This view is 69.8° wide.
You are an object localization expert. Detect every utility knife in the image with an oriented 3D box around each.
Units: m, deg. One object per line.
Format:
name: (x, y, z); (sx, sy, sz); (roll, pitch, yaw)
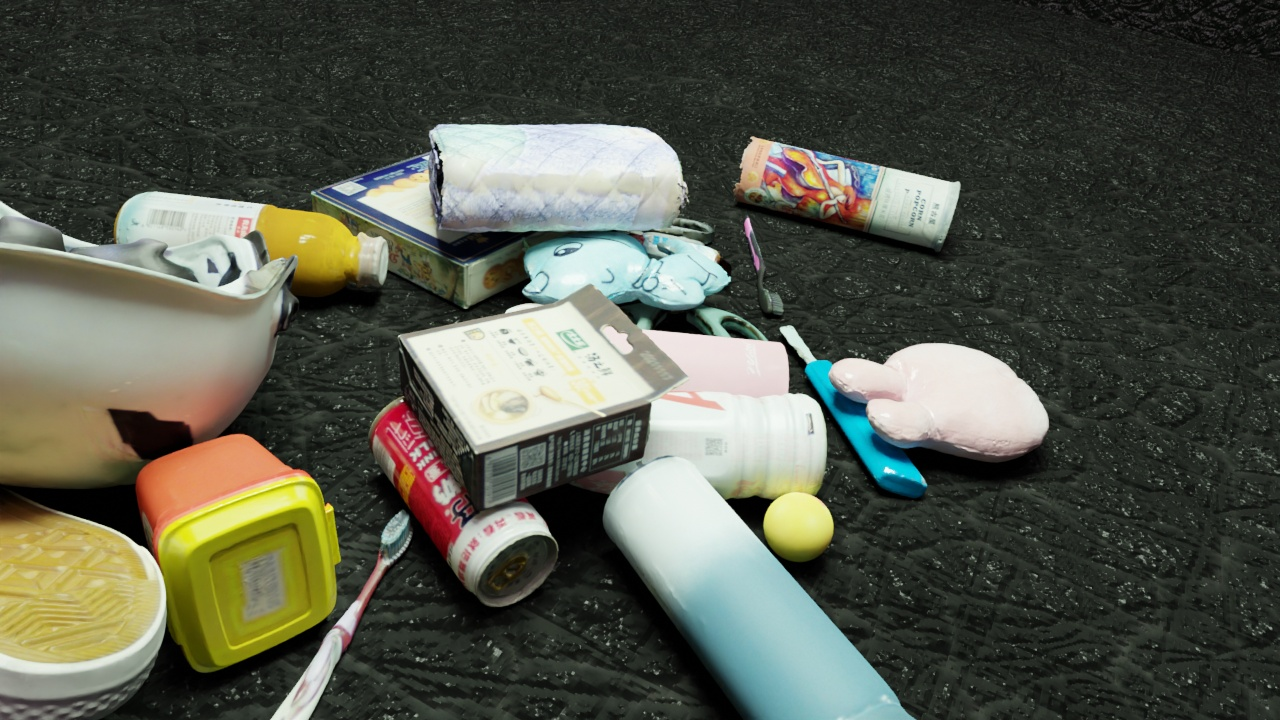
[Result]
utility knife: (0.146, 0.027, 0.675); (0.034, 0.018, 0.204); (8, 31, -23)

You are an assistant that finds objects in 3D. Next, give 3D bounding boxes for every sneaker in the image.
sneaker: (-0.278, 0.114, 0.388); (0.241, 0.088, 0.118); (9, 4, 38)

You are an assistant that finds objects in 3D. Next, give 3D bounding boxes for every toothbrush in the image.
toothbrush: (-0.150, 0.138, 0.442); (0.016, 0.017, 0.187); (12, 33, 6)
toothbrush: (0.111, -0.092, 0.849); (0.017, 0.014, 0.188); (14, 32, -10)

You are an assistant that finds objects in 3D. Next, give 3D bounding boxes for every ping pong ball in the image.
ping pong ball: (0.092, 0.097, 0.537); (0.040, 0.040, 0.040); (6, 34, -4)

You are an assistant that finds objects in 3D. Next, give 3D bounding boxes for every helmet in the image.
helmet: (-0.308, -0.007, 0.481); (0.228, 0.146, 0.259); (8, 9, -26)

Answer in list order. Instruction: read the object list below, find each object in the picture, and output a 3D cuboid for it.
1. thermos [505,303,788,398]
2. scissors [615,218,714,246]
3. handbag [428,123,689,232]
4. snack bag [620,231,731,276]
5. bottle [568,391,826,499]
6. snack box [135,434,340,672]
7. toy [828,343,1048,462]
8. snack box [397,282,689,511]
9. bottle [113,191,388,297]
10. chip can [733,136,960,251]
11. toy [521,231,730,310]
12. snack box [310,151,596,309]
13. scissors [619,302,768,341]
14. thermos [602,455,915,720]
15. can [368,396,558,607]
thermos: (-0.004, 0.004, 0.628); (0.198, 0.067, 0.087); (5, 47, -4)
scissors: (-0.016, -0.124, 0.868); (0.170, 0.014, 0.150); (-7, 36, -21)
handbag: (-0.072, -0.147, 0.744); (0.193, 0.076, 0.134); (-3, 26, -15)
snack bag: (0.031, -0.093, 0.810); (0.104, 0.026, 0.048); (12, -10, 7)
bottle: (0.011, 0.051, 0.566); (0.197, 0.068, 0.068); (2, 34, -4)
snack box: (-0.196, 0.087, 0.445); (0.081, 0.091, 0.080); (-20, 36, -35)
toy: (0.211, 0.027, 0.655); (0.159, 0.054, 0.121); (1, 33, -24)
snack box: (-0.057, 0.015, 0.515); (0.125, 0.053, 0.113); (-14, 40, -29)
bottle: (-0.289, -0.084, 0.694); (0.189, 0.068, 0.067); (6, 34, -4)
chip can: (0.208, -0.171, 0.937); (0.215, 0.071, 0.071); (16, 34, 12)
toy: (-0.019, -0.072, 0.730); (0.156, 0.050, 0.161); (21, 35, 22)
snack box: (-0.157, -0.126, 0.807); (0.182, 0.046, 0.177); (27, 38, 25)
scissors: (0.017, -0.028, 0.727); (0.175, 0.019, 0.175); (-11, 40, -26)
thermos: (0.059, 0.137, 0.450); (0.070, 0.070, 0.220); (-12, 39, -28)
can: (-0.101, 0.075, 0.514); (0.053, 0.053, 0.133); (-17, 41, -33)
